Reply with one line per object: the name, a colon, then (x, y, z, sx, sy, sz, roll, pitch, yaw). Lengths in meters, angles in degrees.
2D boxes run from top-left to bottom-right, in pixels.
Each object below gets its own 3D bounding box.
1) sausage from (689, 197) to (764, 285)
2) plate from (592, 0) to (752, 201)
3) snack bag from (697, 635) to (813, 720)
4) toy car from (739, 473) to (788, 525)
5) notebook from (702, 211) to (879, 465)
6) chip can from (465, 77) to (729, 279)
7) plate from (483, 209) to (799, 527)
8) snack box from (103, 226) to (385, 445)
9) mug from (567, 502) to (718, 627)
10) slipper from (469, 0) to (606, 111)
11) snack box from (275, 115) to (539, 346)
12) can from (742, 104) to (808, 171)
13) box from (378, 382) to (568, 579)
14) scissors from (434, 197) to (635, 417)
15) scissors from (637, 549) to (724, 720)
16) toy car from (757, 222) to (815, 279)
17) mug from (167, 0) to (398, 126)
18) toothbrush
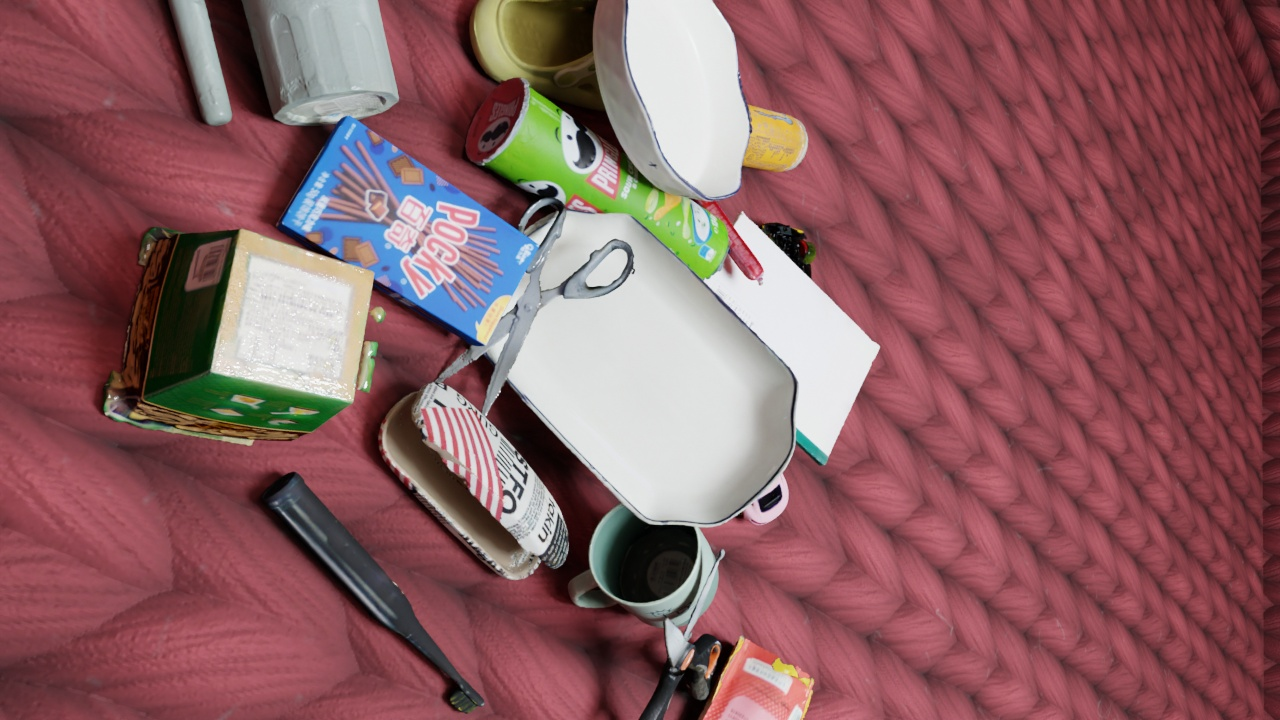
sausage: (0.068, -0.131, 0.839, 0.020, 0.020, 0.156, -17, 69, -45)
plate: (0.027, -0.223, 0.731, 0.204, 0.046, 0.204, 23, 63, -57)
snack bag: (0.079, 0.352, 0.779, 0.128, 0.073, 0.207, 42, 62, -26)
toy car: (0.099, 0.095, 0.845, 0.056, 0.037, 0.122, -32, 105, -22)
notebook: (0.135, -0.020, 0.871, 0.209, 0.012, 0.150, 41, 62, -21)
chip can: (-0.026, -0.137, 0.747, 0.236, 0.072, 0.072, 27, 65, -39)
plate: (-0.004, 0.004, 0.686, 0.161, 0.034, 0.265, -43, 80, -13)
snack box: (-0.217, -0.018, 0.518, 0.117, 0.106, 0.118, 17, 71, -41)
mug: (0.002, 0.165, 0.709, 0.106, 0.112, 0.082, 62, 5, -62)
slipper: (-0.045, -0.257, 0.745, 0.190, 0.082, 0.091, -9, 92, -42)
snack box: (-0.152, -0.084, 0.621, 0.157, 0.026, 0.084, 33, 74, -26)
can: (0.099, -0.219, 0.892, 0.145, 0.058, 0.058, -3, 85, -45)
box: (-0.119, 0.088, 0.646, 0.163, 0.079, 0.074, 50, 25, -25)
scissors: (-0.078, -0.044, 0.673, 0.159, 0.014, 0.171, -10, 76, -3)
scissors: (0.029, 0.242, 0.697, 0.223, 0.022, 0.221, -61, 158, -4)
toy car: (0.141, -0.064, 0.916, 0.071, 0.041, 0.155, 0, 80, -33)
mug: (-0.222, -0.205, 0.573, 0.123, 0.084, 0.103, -15, 95, -18)
toothbrush: (-0.166, 0.158, 0.595, 0.027, 0.026, 0.213, -35, 113, -5)
